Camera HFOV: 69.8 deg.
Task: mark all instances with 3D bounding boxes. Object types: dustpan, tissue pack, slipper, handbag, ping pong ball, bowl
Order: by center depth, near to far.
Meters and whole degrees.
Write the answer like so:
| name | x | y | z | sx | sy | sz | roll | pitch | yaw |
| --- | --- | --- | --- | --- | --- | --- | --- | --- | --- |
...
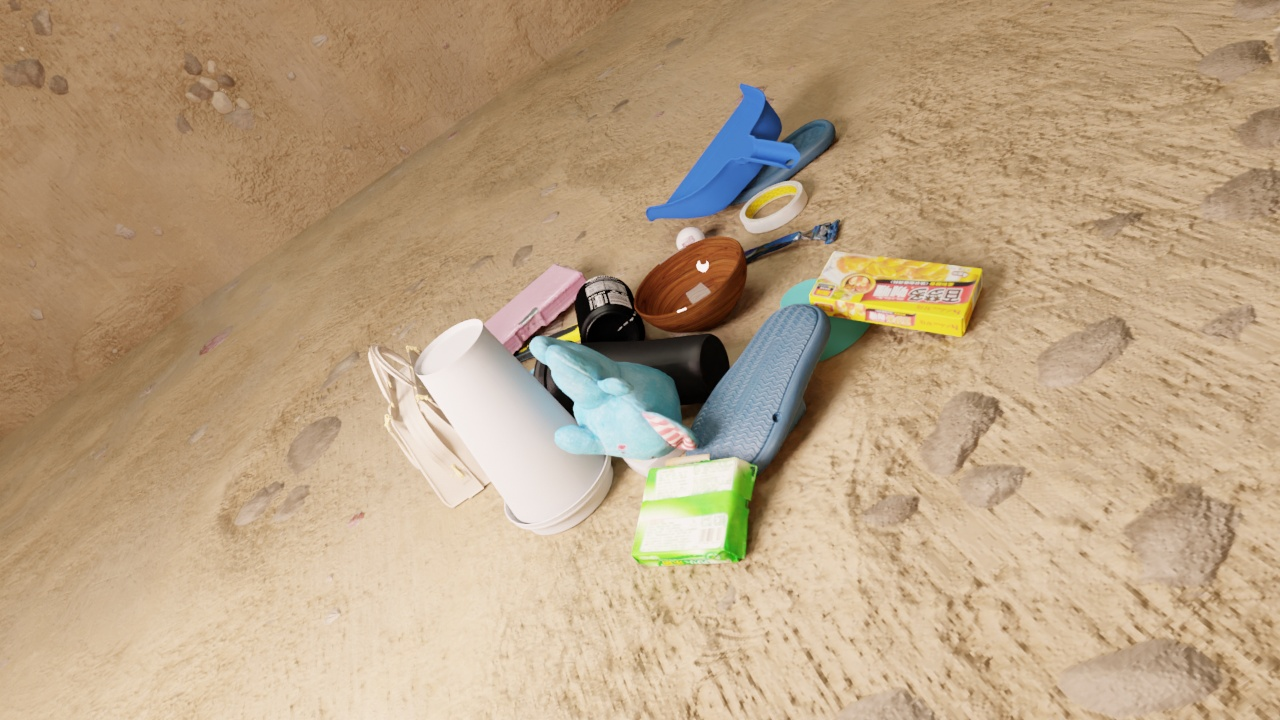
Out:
| name | x | y | z | sx | sy | sz | roll | pitch | yaw |
| --- | --- | --- | --- | --- | --- | --- | --- | --- | --- |
| tissue pack | 0.047 | 0.137 | 0.833 | 0.114 | 0.034 | 0.099 | -12 | 51 | 36 |
| slipper | 0.124 | 0.038 | 0.896 | 0.104 | 0.059 | 0.213 | 17 | 70 | 50 |
| bowl | 0.184 | -0.053 | 0.981 | 0.121 | 0.046 | 0.121 | -26 | 30 | 16 |
| bowl | 0.072 | -0.078 | 1.114 | 0.147 | 0.069 | 0.147 | -26 | 31 | 16 |
| handbag | -0.272 | 0.056 | 1.138 | 0.101 | 0.198 | 0.194 | -36 | 29 | -1 |
| dustpan | 0.139 | -0.282 | 1.275 | 0.245 | 0.059 | 0.258 | -54 | 37 | -5 |
| ping pong ball | 0.070 | -0.166 | 1.279 | 0.040 | 0.040 | 0.040 | -26 | 30 | 16 |
| slipper | 0.184 | -0.290 | 1.330 | 0.214 | 0.059 | 0.103 | -31 | 31 | 4 |

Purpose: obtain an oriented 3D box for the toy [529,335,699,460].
| name | x | y | z | sx | sy | sz | roll | pitch | yaw |
| --- | --- | --- | --- | --- | --- | --- | --- | --- | --- |
| toy | -0.037 | 0.042 | 0.893 | 0.183 | 0.180 | 0.115 | 26 | 86 | 54 |

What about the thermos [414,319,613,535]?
| name | x | y | z | sx | sy | sz | roll | pitch | yaw |
| --- | --- | --- | --- | --- | --- | --- | --- | --- | --- |
| thermos | -0.132 | 0.067 | 0.949 | 0.132 | 0.222 | 0.131 | -26 | 30 | 16 |

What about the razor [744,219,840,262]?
| name | x | y | z | sx | sy | sz | roll | pitch | yaw |
| --- | --- | --- | --- | --- | --- | --- | --- | --- | --- |
| razor | 0.182 | -0.147 | 1.157 | 0.141 | 0.018 | 0.043 | -15 | 35 | 32 |

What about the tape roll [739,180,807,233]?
| name | x | y | z | sx | sy | sz | roll | pitch | yaw |
| --- | --- | --- | --- | --- | --- | --- | --- | --- | --- |
| tape roll | 0.181 | -0.209 | 1.250 | 0.094 | 0.019 | 0.093 | -26 | 29 | 16 |

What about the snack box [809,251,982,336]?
| name | x | y | z | sx | sy | sz | roll | pitch | yaw |
| --- | --- | --- | --- | --- | --- | --- | --- | --- | --- |
| snack box | 0.252 | -0.068 | 0.907 | 0.152 | 0.025 | 0.075 | 12 | 50 | 29 |

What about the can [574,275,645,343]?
| name | x | y | z | sx | sy | sz | roll | pitch | yaw |
| --- | --- | --- | --- | --- | --- | --- | --- | --- | --- |
| can | -0.041 | -0.055 | 1.175 | 0.080 | 0.080 | 0.146 | -32 | 23 | 6 |

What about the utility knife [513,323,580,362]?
| name | x | y | z | sx | sy | sz | roll | pitch | yaw |
| --- | --- | --- | --- | --- | --- | --- | --- | --- | --- |
| utility knife | -0.137 | -0.021 | 1.304 | 0.187 | 0.020 | 0.028 | -22 | 28 | 26 |

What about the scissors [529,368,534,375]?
| name | x | y | z | sx | sy | sz | roll | pitch | yaw |
| --- | --- | --- | --- | --- | --- | --- | --- | --- | --- |
| scissors | -0.165 | 0.022 | 1.271 | 0.097 | 0.020 | 0.132 | -35 | 29 | -6 |

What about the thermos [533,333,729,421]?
| name | x | y | z | sx | sy | sz | roll | pitch | yaw |
| --- | --- | --- | --- | --- | --- | --- | --- | --- | --- |
| thermos | -0.012 | 0.019 | 1.033 | 0.219 | 0.106 | 0.105 | -8 | 38 | 32 |

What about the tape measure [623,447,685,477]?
| name | x | y | z | sx | sy | sz | roll | pitch | yaw |
| --- | --- | --- | --- | --- | --- | --- | --- | --- | --- |
| tape measure | 0.016 | 0.091 | 0.971 | 0.065 | 0.017 | 0.064 | -42 | 29 | -13 |

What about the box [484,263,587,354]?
| name | x | y | z | sx | sy | sz | roll | pitch | yaw |
| --- | --- | --- | --- | --- | --- | --- | --- | --- | --- |
| box | -0.200 | -0.060 | 1.380 | 0.232 | 0.051 | 0.180 | -44 | 22 | -17 |
